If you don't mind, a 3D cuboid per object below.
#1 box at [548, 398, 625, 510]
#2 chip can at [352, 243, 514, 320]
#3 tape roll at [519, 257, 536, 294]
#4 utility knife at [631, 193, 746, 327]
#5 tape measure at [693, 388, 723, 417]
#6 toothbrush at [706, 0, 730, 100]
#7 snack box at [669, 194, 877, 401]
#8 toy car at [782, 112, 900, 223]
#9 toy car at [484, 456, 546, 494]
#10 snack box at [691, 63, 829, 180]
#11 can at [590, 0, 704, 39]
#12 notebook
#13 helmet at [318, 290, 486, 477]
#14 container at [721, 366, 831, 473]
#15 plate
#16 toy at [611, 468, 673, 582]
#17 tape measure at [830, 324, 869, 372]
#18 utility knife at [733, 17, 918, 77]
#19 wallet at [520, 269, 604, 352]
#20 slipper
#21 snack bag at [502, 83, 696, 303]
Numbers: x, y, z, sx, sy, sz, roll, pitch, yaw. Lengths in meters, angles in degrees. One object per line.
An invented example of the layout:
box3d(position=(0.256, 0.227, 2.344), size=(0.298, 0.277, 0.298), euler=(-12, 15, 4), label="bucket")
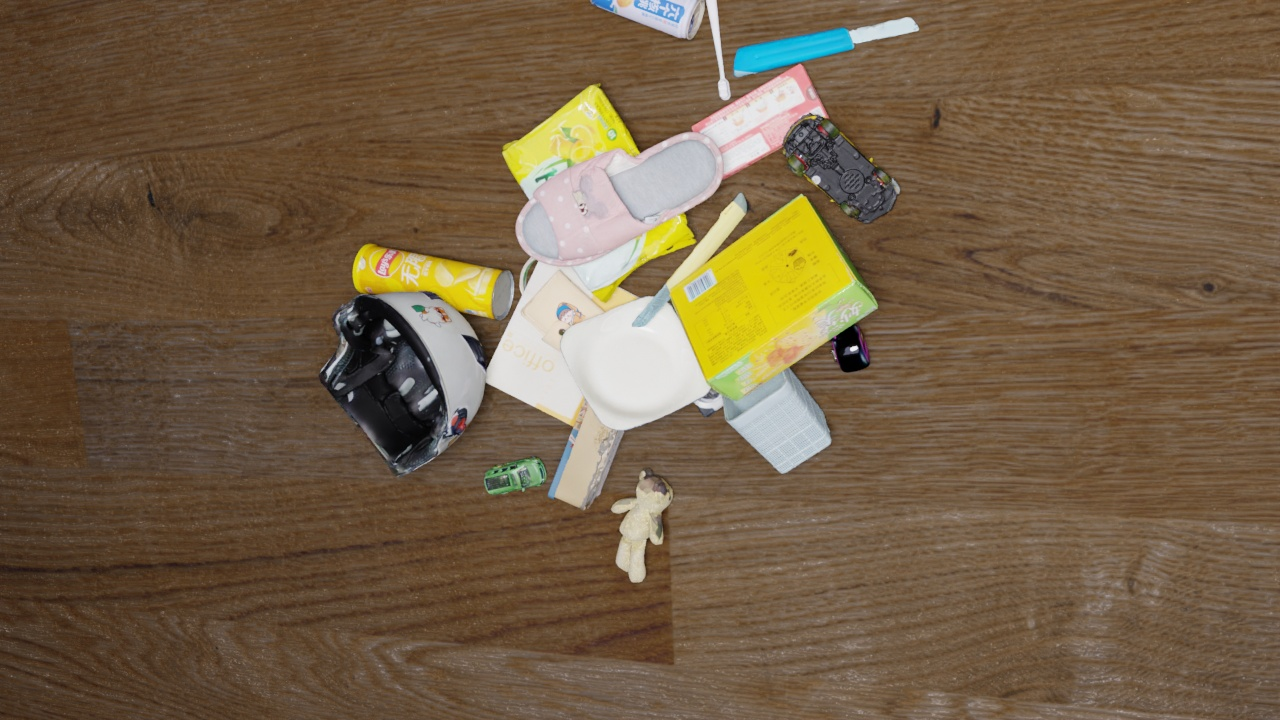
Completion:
box3d(position=(-0.064, 0.116, 1.226), size=(0.062, 0.089, 0.184), euler=(25, 102, 6), label="box")
box3d(position=(-0.284, -0.108, 1.260), size=(0.213, 0.072, 0.072), euler=(12, 103, 13), label="chip can")
box3d(position=(-0.122, -0.105, 1.242), size=(0.086, 0.013, 0.086), euler=(3, 100, 16), label="tape roll")
box3d(position=(0.064, -0.121, 1.161), size=(0.031, 0.022, 0.216), euler=(37, 93, -31), label="utility knife")
box3d(position=(0.092, 0.032, 1.195), size=(0.066, 0.033, 0.066), euler=(-36, 90, 21), label="tape measure")
box3d(position=(0.091, -0.411, 1.124), size=(0.016, 0.016, 0.180), euler=(-7, 98, 15), label="toothbrush")
box3d(position=(0.153, -0.073, 1.098), size=(0.210, 0.070, 0.157), euler=(-35, 51, 19), label="snack box")
box3d(position=(0.238, -0.227, 1.097), size=(0.156, 0.041, 0.071), euler=(38, 110, -11), label="toy car")
box3d(position=(-0.178, 0.165, 1.298), size=(0.091, 0.036, 0.043), euler=(-16, 94, 14), label="toy car")
box3d(position=(0.146, -0.290, 1.124), size=(0.153, 0.025, 0.075), euler=(-27, 91, 19), label="snack box")
box3d(position=(0.008, -0.440, 1.123), size=(0.134, 0.053, 0.053), euler=(25, 106, 11), label="can")
box3d(position=(-0.109, -0.028, 1.241), size=(0.146, 0.010, 0.206), euler=(28, 107, -3), label="notebook")
box3d(position=(-0.293, 0.013, 1.224), size=(0.230, 0.156, 0.275), euler=(46, 133, 13), label="helmet")
box3d(position=(0.171, 0.068, 1.136), size=(0.090, 0.089, 0.111), euler=(-36, 112, 18), label="container")
box3d(position=(-0.007, 0.007, 1.171), size=(0.163, 0.034, 0.164), euler=(-23, 68, -17), label="plate")
box3d(position=(0.004, 0.227, 1.246), size=(0.105, 0.066, 0.157), euler=(38, 119, 51), label="toy")
box3d(position=(0.256, -0.014, 1.126), size=(0.039, 0.057, 0.057), euler=(-17, 97, 19), label="tape measure")
box3d(position=(0.217, -0.376, 1.091), size=(0.219, 0.018, 0.034), euler=(-6, 96, 19), label="utility knife")
box3d(position=(-0.095, -0.051, 1.215), size=(0.115, 0.024, 0.087), euler=(42, 106, -9), label="wallet")
box3d(position=(-0.030, -0.194, 1.106), size=(0.275, 0.054, 0.114), euler=(-20, 93, 15), label="slipper")
box3d(position=(-0.052, -0.216, 1.172), size=(0.158, 0.068, 0.246), euler=(-33, 88, 16), label="snack bag")
